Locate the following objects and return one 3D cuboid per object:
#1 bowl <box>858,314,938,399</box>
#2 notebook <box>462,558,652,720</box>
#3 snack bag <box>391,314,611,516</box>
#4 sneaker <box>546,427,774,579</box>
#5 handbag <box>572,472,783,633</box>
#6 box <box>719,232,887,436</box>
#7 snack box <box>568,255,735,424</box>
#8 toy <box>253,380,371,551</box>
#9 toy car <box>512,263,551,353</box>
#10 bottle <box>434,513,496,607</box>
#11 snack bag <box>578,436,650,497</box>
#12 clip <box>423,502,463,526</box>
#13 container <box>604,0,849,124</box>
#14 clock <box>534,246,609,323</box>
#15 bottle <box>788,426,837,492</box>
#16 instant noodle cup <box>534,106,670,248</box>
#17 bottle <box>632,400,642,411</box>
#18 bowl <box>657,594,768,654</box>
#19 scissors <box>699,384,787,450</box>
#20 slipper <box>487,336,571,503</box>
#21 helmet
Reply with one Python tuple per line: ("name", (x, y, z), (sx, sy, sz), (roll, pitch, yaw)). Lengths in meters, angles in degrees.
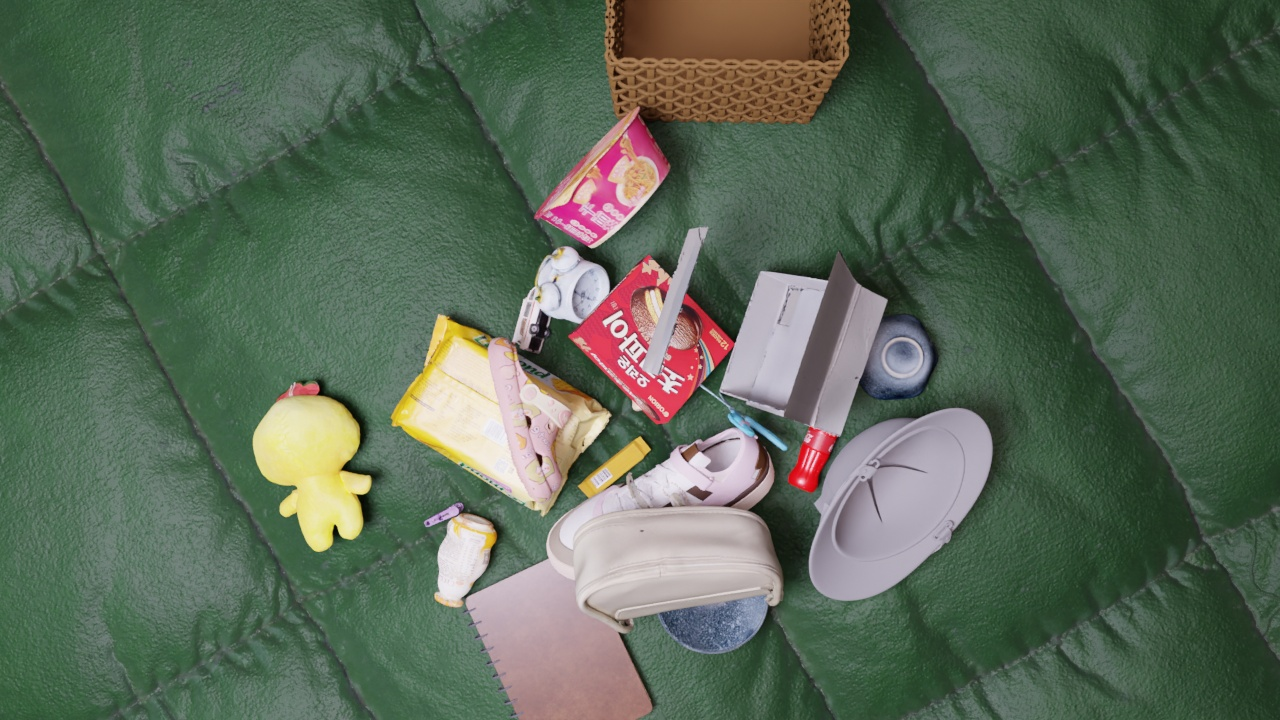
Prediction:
("bowl", (0.314, -0.004, 1.123), (0.110, 0.055, 0.110), (0, 90, 2))
("notebook", (-0.106, 0.367, 1.146), (0.167, 0.024, 0.225), (-25, 89, 0))
("snack bag", (-0.179, 0.068, 1.129), (0.247, 0.068, 0.159), (30, 91, 2))
("sneaker", (0.016, 0.162, 1.079), (0.294, 0.116, 0.111), (-23, 50, 1))
("handbag", (0.042, 0.220, 1.033), (0.229, 0.184, 0.131), (-9, 50, 1))
("box", (0.164, -0.020, 0.984), (0.165, 0.330, 0.167), (18, 89, 14))
("snack box", (0.015, -0.025, 1.106), (0.152, 0.036, 0.132), (45, 71, -9))
("toy", (-0.402, 0.127, 1.123), (0.134, 0.092, 0.207), (-21, 91, 4))
("toy car", (-0.129, -0.067, 1.146), (0.039, 0.039, 0.113), (14, 89, 23))
("bottle", (-0.219, 0.247, 1.130), (0.063, 0.063, 0.109), (19, 90, 2))
("snack bag", (-0.032, 0.134, 1.148), (0.099, 0.020, 0.026), (-39, 93, 0))
("clip", (-0.247, 0.195, 1.151), (0.051, 0.032, 0.013), (-26, 90, 3))
("container", (0.093, -0.409, 1.052), (0.251, 0.214, 0.219), (1, 89, 1))
("clock", (-0.089, -0.090, 1.103), (0.057, 0.117, 0.083), (22, 88, 36))
("bottle", (0.220, 0.102, 1.133), (0.036, 0.036, 0.119), (22, 90, 2))
("instant noodle cup", (-0.038, -0.207, 1.086), (0.077, 0.178, 0.178), (43, 90, -15))
("bottle", (-0.007, 0.007, 1.138), (0.044, 0.044, 0.109), (-19, 89, 1))
("bowl", (0.086, 0.283, 1.125), (0.137, 0.057, 0.137), (0, 89, 2))
("scissors", (0.129, 0.072, 1.099), (0.129, 0.135, 0.015), (32, 104, -21))
("slipper", (-0.119, 0.063, 1.051), (0.081, 0.093, 0.197), (-16, 89, -10))
("helmet", (0.283, 0.149, 1.098), (0.183, 0.117, 0.271), (37, 97, -29))
